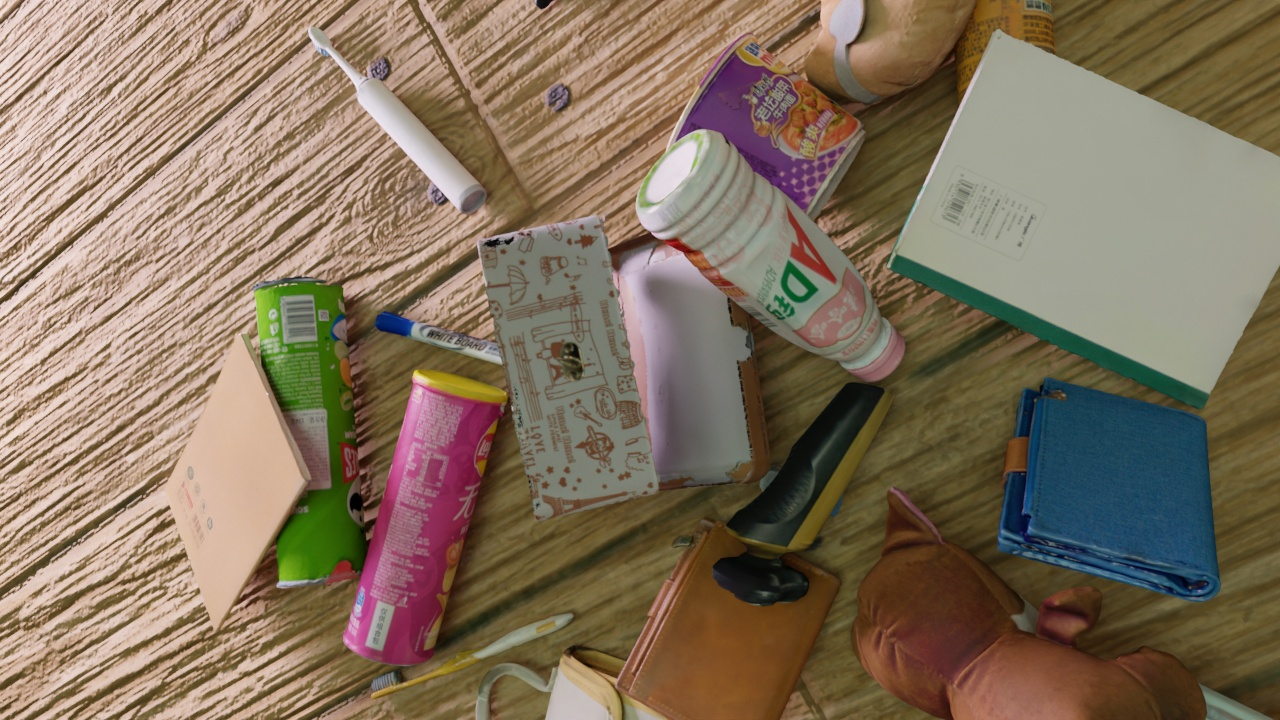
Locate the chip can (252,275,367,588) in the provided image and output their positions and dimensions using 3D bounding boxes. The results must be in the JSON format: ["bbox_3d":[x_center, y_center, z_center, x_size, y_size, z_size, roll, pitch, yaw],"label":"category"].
[{"bbox_3d":[-0.259,0.056,0.724,0.072,0.072,0.236,-9,85,19],"label":"chip can"}]

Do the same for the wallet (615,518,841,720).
[{"bbox_3d":[0.051,0.177,0.606,0.119,0.035,0.130,22,69,24],"label":"wallet"}]

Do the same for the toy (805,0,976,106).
[{"bbox_3d":[0.149,-0.274,0.568,0.144,0.082,0.226,-4,85,60],"label":"toy"}]

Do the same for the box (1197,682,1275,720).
[{"bbox_3d":[0.339,0.224,0.451,0.202,0.095,0.099,23,140,46],"label":"box"}]

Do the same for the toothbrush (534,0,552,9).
[{"bbox_3d":[-0.006,-0.344,0.676,0.213,0.026,0.027,-45,40,14],"label":"toothbrush"}]

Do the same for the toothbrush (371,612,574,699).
[{"bbox_3d":[-0.132,0.224,0.703,0.192,0.016,0.018,-26,71,18],"label":"toothbrush"}]

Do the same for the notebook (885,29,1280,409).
[{"bbox_3d":[0.268,-0.079,0.533,0.209,0.012,0.150,24,96,-2],"label":"notebook"}]

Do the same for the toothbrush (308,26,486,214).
[{"bbox_3d":[-0.202,-0.199,0.739,0.026,0.026,0.221,-36,73,-25],"label":"toothbrush"}]

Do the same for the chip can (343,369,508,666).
[{"bbox_3d":[-0.162,0.116,0.688,0.071,0.071,0.210,18,94,20],"label":"chip can"}]

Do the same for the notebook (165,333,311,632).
[{"bbox_3d":[-0.328,0.100,0.732,0.208,0.008,0.147,-51,60,30],"label":"notebook"}]

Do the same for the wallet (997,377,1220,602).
[{"bbox_3d":[0.260,0.068,0.514,0.106,0.132,0.040,13,130,19],"label":"wallet"}]

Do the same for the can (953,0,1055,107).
[{"bbox_3d":[0.225,-0.194,0.568,0.058,0.058,0.146,-4,86,20],"label":"can"}]

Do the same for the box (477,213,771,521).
[{"bbox_3d":[-0.002,0.003,0.605,0.168,0.151,0.182,-12,86,-3],"label":"box"}]

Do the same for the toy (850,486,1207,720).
[{"bbox_3d":[0.201,0.169,0.518,0.200,0.130,0.140,32,113,47],"label":"toy"}]

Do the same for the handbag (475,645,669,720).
[{"bbox_3d":[-0.049,0.291,0.649,0.179,0.063,0.163,12,90,23],"label":"handbag"}]

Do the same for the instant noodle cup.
[{"bbox_3d":[0.084,-0.139,0.595,0.099,0.111,0.111,33,98,9],"label":"instant noodle cup"}]

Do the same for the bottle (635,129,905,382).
[{"bbox_3d":[0.088,-0.054,0.557,0.197,0.068,0.068,36,103,-26],"label":"bottle"}]

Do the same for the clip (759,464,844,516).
[{"bbox_3d":[0.109,0.087,0.622,0.057,0.028,0.024,15,95,11],"label":"clip"}]

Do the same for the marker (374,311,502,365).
[{"bbox_3d":[-0.143,-0.014,0.715,0.146,0.017,0.017,15,93,20],"label":"marker"}]

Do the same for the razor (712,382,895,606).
[{"bbox_3d":[0.110,0.084,0.588,0.067,0.062,0.167,38,80,-15],"label":"razor"}]
